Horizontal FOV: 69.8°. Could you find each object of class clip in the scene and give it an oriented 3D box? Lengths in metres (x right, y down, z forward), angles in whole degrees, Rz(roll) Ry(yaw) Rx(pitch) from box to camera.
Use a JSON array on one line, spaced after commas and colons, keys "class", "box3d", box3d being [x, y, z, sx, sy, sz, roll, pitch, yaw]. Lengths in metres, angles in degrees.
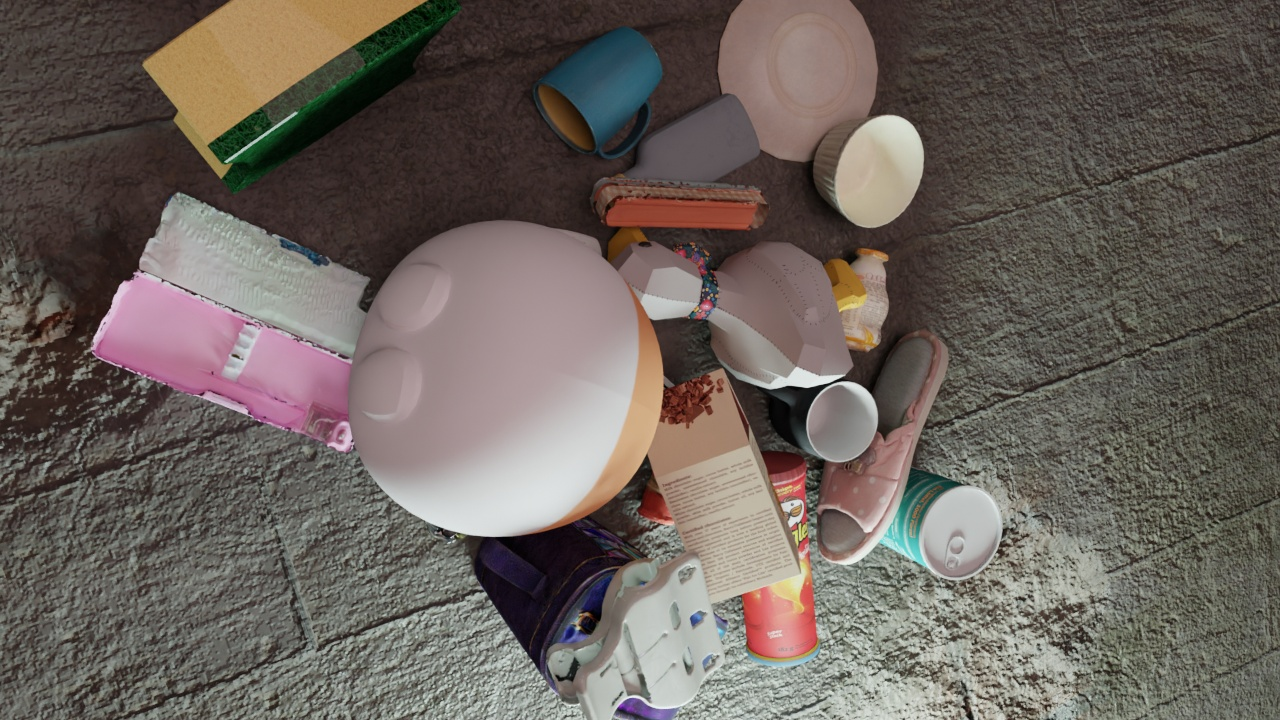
[{"class": "clip", "box3d": [-0.004, 0.233, 0.750, 0.147, 0.082, 0.125, -25, 113, -20]}]

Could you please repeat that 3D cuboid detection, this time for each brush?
[{"class": "brush", "box3d": [-0.257, -0.223, 0.701, 0.194, 0.250, 0.075, -40, 108, -14]}]

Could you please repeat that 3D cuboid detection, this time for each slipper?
[{"class": "slipper", "box3d": [0.252, 0.088, 0.996, 0.054, 0.114, 0.274, 28, 81, -24]}]

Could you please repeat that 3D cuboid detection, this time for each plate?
[{"class": "plate", "box3d": [0.173, -0.305, 0.958, 0.188, 0.027, 0.189, -2, 98, -19]}]

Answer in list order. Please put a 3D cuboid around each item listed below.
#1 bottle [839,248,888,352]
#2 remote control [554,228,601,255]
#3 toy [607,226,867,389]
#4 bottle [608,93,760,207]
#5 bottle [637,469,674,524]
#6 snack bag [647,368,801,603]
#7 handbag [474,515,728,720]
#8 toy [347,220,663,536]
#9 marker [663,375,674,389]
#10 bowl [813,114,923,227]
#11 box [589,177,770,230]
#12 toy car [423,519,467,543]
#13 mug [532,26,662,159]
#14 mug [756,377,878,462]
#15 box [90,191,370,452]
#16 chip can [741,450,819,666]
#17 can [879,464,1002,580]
[{"class": "bottle", "box3d": [0.238, -0.066, 0.995, 0.063, 0.063, 0.108, 14, 91, -20]}, {"class": "remote control", "box3d": [-0.094, -0.099, 0.892, 0.114, 0.028, 0.060, 1, 96, -19]}, {"class": "toy", "box3d": [0.103, -0.050, 0.890, 0.267, 0.246, 0.141, 4, 119, -37]}, {"class": "bottle", "box3d": [0.037, -0.199, 0.915, 0.161, 0.046, 0.072, -31, 106, -13]}, {"class": "bottle", "box3d": [0.031, 0.115, 0.957, 0.044, 0.044, 0.109, 18, 89, -20]}, {"class": "snack bag", "box3d": [0.074, 0.118, 0.892, 0.094, 0.069, 0.206, -21, 99, 11]}, {"class": "handbag", "box3d": [-0.056, 0.223, 0.861, 0.222, 0.205, 0.125, 35, 84, -27]}, {"class": "toy", "box3d": [-0.108, 0.021, 0.792, 0.280, 0.266, 0.262, 26, 74, -50]}, {"class": "marker", "box3d": [-0.006, 0.005, 0.939, 0.126, 0.025, 0.025, 42, 83, -19]}, {"class": "bowl", "box3d": [0.232, -0.203, 0.964, 0.115, 0.062, 0.115, -11, 115, -25]}, {"class": "box", "box3d": [0.043, -0.147, 0.887, 0.186, 0.053, 0.058, -4, 99, -25]}, {"class": "toy car", "box3d": [-0.167, 0.131, 0.896, 0.106, 0.030, 0.049, -44, 110, -11]}, {"class": "mug", "box3d": [-0.030, -0.250, 0.875, 0.104, 0.084, 0.112, -45, 137, -15]}, {"class": "mug", "box3d": [0.175, 0.049, 0.970, 0.121, 0.094, 0.085, 27, 87, -20]}, {"class": "box", "box3d": [-0.335, -0.031, 0.814, 0.230, 0.035, 0.159, 25, 88, -20]}, {"class": "chip can", "box3d": [0.143, 0.211, 0.985, 0.087, 0.087, 0.213, -11, 101, -18]}, {"class": "can", "box3d": [0.305, 0.168, 1.004, 0.099, 0.144, 0.099, -3, 98, -19]}]
